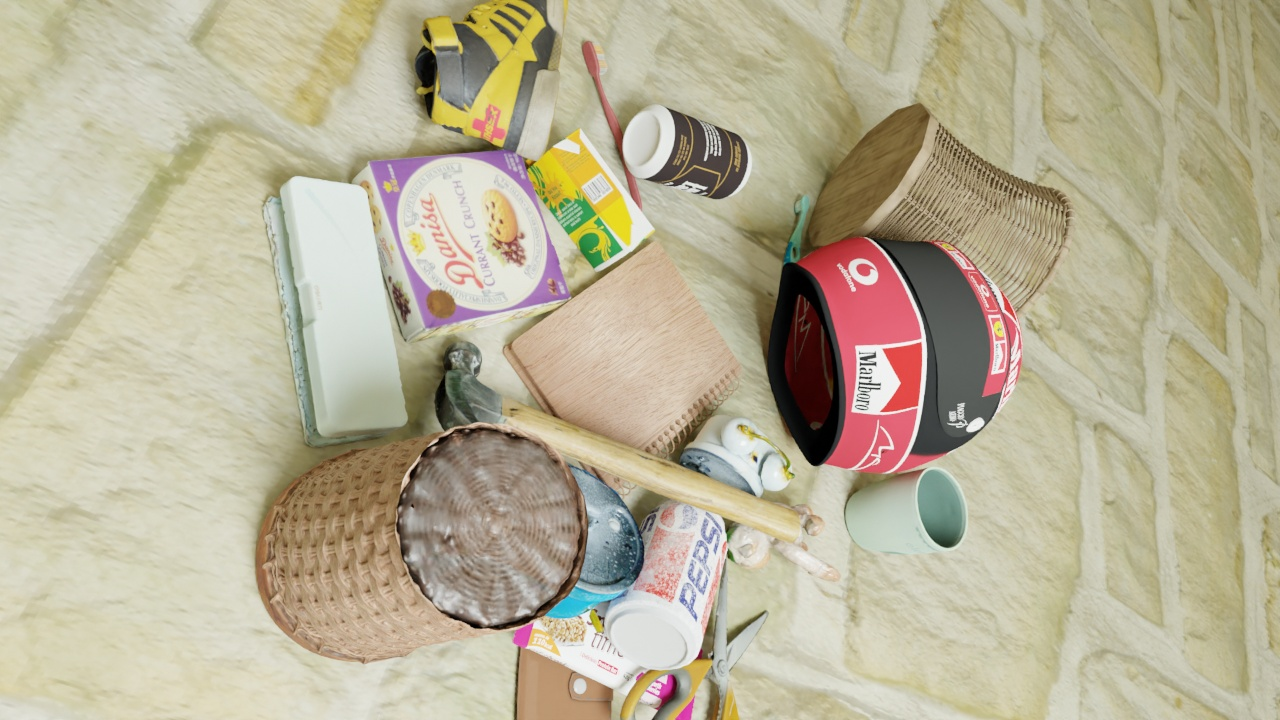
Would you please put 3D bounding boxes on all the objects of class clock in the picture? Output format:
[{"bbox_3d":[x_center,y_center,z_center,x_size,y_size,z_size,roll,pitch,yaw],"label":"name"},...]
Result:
[{"bbox_3d":[-0.059,0.132,0.726,0.116,0.060,0.161,29,31,-19],"label":"clock"},{"bbox_3d":[0.089,0.091,0.834,0.083,0.118,0.056,46,60,-15],"label":"clock"}]

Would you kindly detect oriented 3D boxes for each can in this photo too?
[{"bbox_3d":[0.048,-0.207,0.924,0.128,0.072,0.072,6,71,-43],"label":"can"},{"bbox_3d":[0.025,0.181,0.762,0.078,0.078,0.135,47,34,-14],"label":"can"}]

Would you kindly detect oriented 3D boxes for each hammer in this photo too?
[{"bbox_3d":[-0.009,0.085,0.747,0.330,0.033,0.132,23,24,-20],"label":"hammer"}]

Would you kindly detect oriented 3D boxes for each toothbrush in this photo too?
[{"bbox_3d":[0.175,-0.129,1.038,0.022,0.017,0.135,25,64,-28],"label":"toothbrush"},{"bbox_3d":[-0.025,-0.236,0.926,0.015,0.015,0.184,-12,83,-42],"label":"toothbrush"}]

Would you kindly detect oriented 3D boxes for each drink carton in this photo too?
[{"bbox_3d":[-0.050,-0.149,0.849,0.122,0.058,0.041,52,52,-11],"label":"drink carton"}]

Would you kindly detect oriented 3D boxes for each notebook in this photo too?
[{"bbox_3d":[-0.005,0.005,0.855,0.209,0.022,0.169,-40,98,-38],"label":"notebook"}]

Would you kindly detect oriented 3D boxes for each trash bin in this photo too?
[{"bbox_3d":[-0.146,0.116,0.593,0.151,0.211,0.151,13,67,-32],"label":"trash bin"}]

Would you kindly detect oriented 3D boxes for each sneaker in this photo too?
[{"bbox_3d":[-0.132,-0.281,0.819,0.122,0.086,0.238,12,50,-16],"label":"sneaker"}]

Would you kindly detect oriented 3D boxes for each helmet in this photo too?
[{"bbox_3d":[0.253,-0.009,0.893,0.224,0.271,0.197,-14,53,-10],"label":"helmet"}]

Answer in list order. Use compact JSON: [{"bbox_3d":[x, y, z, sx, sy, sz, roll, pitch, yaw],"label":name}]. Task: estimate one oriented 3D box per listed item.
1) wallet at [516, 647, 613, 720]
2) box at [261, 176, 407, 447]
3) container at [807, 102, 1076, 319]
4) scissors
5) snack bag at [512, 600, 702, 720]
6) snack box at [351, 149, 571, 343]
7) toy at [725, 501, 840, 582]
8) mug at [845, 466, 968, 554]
[{"bbox_3d":[-0.059,0.261,0.734,0.087,0.013,0.120,14,65,-32],"label":"wallet"},{"bbox_3d":[-0.225,-0.038,0.689,0.085,0.071,0.199,-11,80,-19],"label":"box"},{"bbox_3d":[0.325,-0.151,1.033,0.196,0.228,0.226,33,58,-16],"label":"container"},{"bbox_3d":[0.064,0.293,0.796,0.224,0.016,0.226,-20,97,-50],"label":"scissors"},{"bbox_3d":[-0.020,0.235,0.754,0.196,0.016,0.070,37,49,-28],"label":"snack bag"},{"bbox_3d":[-0.148,-0.100,0.772,0.147,0.041,0.143,-16,85,-39],"label":"snack box"},{"bbox_3d":[0.127,0.174,0.864,0.106,0.085,0.074,2,104,-16],"label":"toy"},{"bbox_3d":[0.284,0.161,0.962,0.111,0.104,0.084,5,72,-35],"label":"mug"}]
